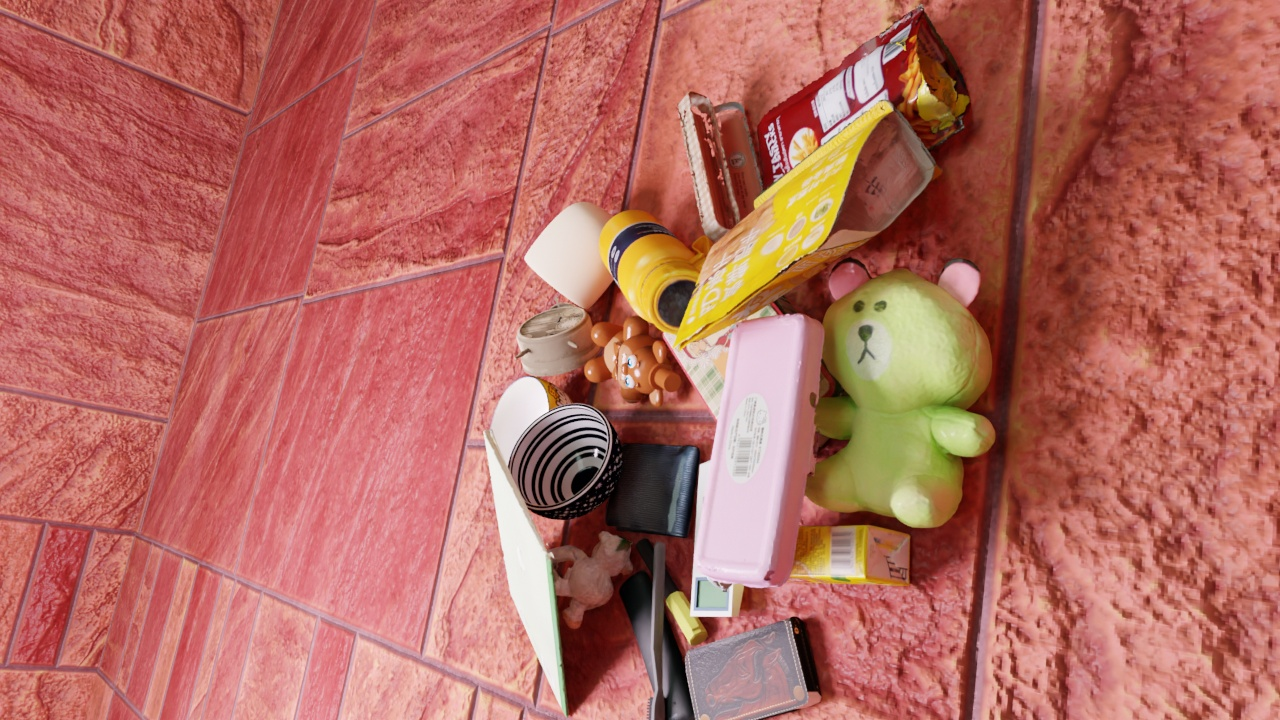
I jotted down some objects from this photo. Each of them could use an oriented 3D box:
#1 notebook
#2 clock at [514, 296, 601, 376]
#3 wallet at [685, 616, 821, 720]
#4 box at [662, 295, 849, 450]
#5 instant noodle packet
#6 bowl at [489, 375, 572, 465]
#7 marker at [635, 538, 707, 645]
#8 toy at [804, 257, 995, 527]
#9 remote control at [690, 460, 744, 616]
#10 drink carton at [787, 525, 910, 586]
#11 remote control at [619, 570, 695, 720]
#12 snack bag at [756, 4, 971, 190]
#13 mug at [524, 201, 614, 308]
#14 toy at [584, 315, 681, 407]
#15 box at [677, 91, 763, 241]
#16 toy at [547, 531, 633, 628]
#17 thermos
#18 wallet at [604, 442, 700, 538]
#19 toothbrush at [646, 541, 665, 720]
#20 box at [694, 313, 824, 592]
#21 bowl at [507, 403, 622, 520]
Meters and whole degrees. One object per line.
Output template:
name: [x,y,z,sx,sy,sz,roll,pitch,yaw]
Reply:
notebook: [-0.113,0.215,0.916,0.182,0.010,0.253,-126,27,-45]
clock: [-0.093,-0.035,1.049,0.093,0.055,0.140,-10,27,12]
wallet: [0.091,0.263,0.765,0.123,0.019,0.072,-33,56,37]
box: [0.103,0.002,0.831,0.118,0.051,0.205,-52,44,24]
instant noodle packet: [0.123,-0.093,0.715,0.163,0.084,0.220,-33,10,44]
bowl: [-0.112,0.081,1.038,0.118,0.067,0.117,-23,59,44]
marker: [0.027,0.213,0.860,0.124,0.017,0.021,-127,19,-47]
toy: [0.194,0.024,0.678,0.150,0.107,0.196,2,69,50]
remote control: [0.075,0.157,0.822,0.050,0.024,0.143,-16,62,46]
drink carton: [0.138,0.155,0.721,0.135,0.058,0.043,-13,66,48]
remote control: [0.014,0.268,0.852,0.041,0.020,0.151,-46,47,26]
snack bag: [0.179,-0.204,0.812,0.209,0.066,0.138,-28,66,44]
mug: [-0.063,-0.127,1.051,0.100,0.096,0.120,-50,0,8]
toy: [-0.006,0.006,0.938,0.128,0.065,0.095,33,124,58]
box: [0.085,-0.190,0.913,0.042,0.082,0.186,-42,48,45]
toy: [-0.053,0.205,0.916,0.106,0.085,0.074,-39,4,9]
thermos: [0.017,-0.095,0.889,0.091,0.076,0.232,-64,18,13]
wallet: [0.010,0.127,0.910,0.115,0.026,0.089,-5,70,48]
toothbrush: [0.016,0.249,0.832,0.013,0.012,0.167,-22,59,51]
box: [0.079,0.069,0.693,0.147,0.077,0.201,140,143,-68]
bowl: [-0.067,0.111,0.933,0.120,0.066,0.120,-17,49,20]
